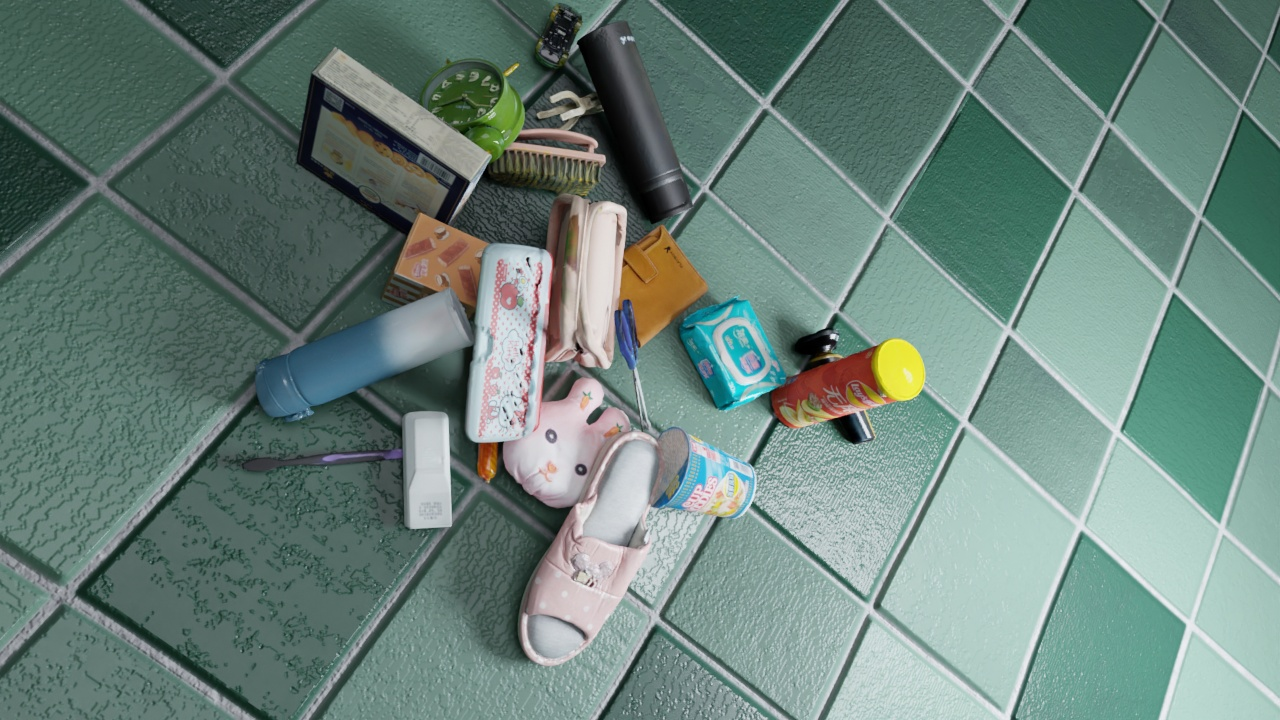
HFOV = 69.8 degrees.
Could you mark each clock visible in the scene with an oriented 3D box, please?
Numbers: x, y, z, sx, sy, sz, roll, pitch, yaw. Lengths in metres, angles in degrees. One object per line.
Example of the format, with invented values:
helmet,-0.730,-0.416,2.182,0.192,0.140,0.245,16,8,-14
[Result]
clock,-0.201,-0.277,1.054,0.116,0.056,0.161,6,65,15

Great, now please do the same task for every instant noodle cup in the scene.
instant noodle cup,0.074,0.139,1.081,0.110,0.099,0.099,21,69,-26

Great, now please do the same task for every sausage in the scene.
sausage,-0.169,0.056,1.030,0.021,0.021,0.165,7,74,-22

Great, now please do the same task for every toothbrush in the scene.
toothbrush,-0.315,0.103,0.961,0.188,0.017,0.014,-2,84,-28

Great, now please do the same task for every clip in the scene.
clip,-0.089,-0.314,1.168,0.035,0.087,0.104,58,35,1

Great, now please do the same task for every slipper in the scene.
slipper,-0.045,0.205,1.002,0.114,0.054,0.274,34,75,-29

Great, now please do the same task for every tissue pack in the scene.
tissue pack,0.116,-0.011,1.159,0.093,0.050,0.133,-28,88,-27

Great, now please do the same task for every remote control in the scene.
remote control,-0.228,0.116,0.983,0.049,0.024,0.125,0,81,-28

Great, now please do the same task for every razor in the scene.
razor,0.265,0.036,1.217,0.167,0.062,0.067,63,31,-4

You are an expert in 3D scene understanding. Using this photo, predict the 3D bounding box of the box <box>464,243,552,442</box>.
box,-0.150,-0.021,0.953,0.100,0.095,0.201,-1,100,-44

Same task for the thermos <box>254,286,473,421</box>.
thermos,-0.281,-0.005,0.932,0.220,0.070,0.070,-22,86,-1

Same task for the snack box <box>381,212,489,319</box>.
snack box,-0.221,-0.095,1.007,0.094,0.093,0.077,23,68,-17

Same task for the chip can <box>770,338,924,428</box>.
chip can,0.245,0.032,1.111,0.073,0.217,0.073,6,75,-24

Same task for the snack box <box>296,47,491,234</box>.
snack box,-0.266,-0.214,0.968,0.178,0.183,0.045,34,63,-12

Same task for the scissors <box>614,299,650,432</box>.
scissors,-0.009,0.005,1.067,0.012,0.163,0.162,-9,64,9

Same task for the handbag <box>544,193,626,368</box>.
handbag,-0.064,-0.090,0.985,0.093,0.234,0.193,5,90,-3

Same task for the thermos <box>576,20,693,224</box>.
thermos,-0.001,-0.297,1.160,0.242,0.069,0.089,68,24,-10

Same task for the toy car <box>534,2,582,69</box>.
toy car,-0.106,-0.413,1.174,0.043,0.036,0.091,26,66,-17

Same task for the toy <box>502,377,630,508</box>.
toy,-0.081,0.090,1.045,0.121,0.054,0.159,48,58,-9

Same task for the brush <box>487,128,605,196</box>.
brush,-0.120,-0.245,1.110,0.145,0.063,0.073,4,79,-21

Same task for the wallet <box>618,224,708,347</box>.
wallet,0.007,-0.099,1.147,0.130,0.035,0.119,-41,101,-27
